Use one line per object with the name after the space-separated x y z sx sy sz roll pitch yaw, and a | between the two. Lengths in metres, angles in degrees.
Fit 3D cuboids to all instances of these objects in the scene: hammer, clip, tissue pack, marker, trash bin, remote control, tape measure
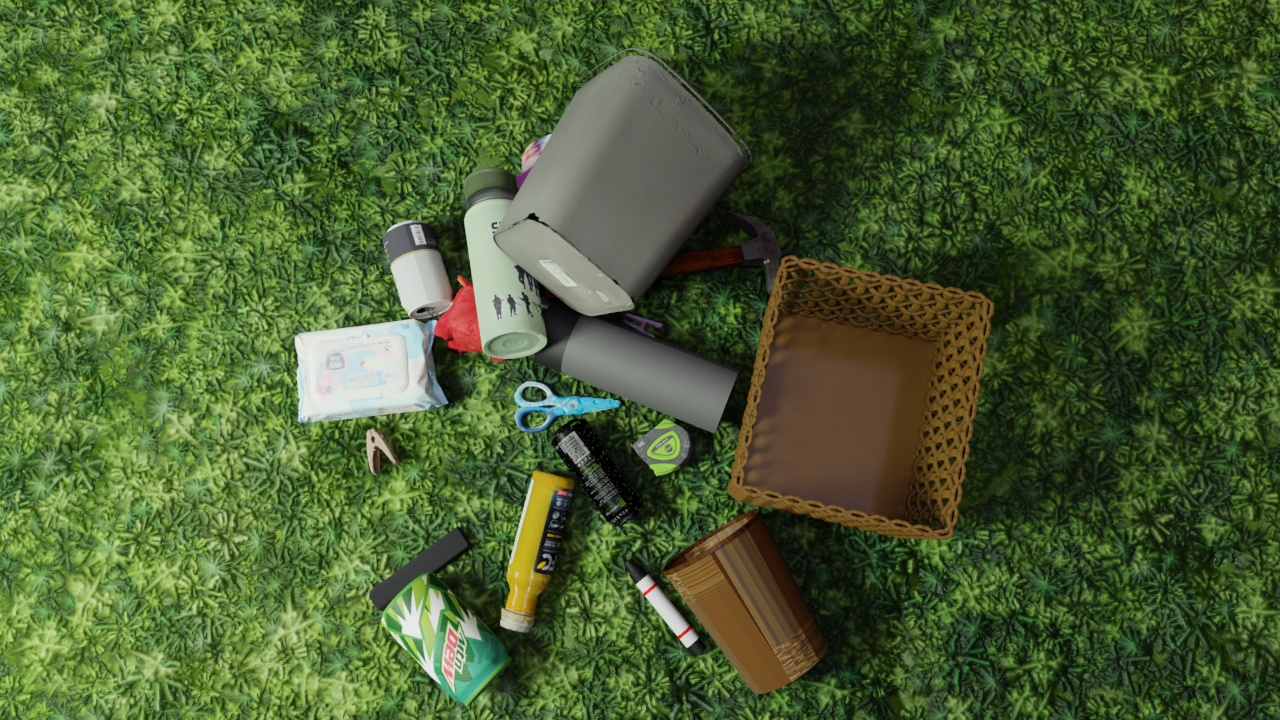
0.026 -0.116 1.135 0.300 0.028 0.111 -10 73 -9 | hammer
-0.322 0.112 1.148 0.039 0.024 0.060 -12 75 2 | clip
-0.336 0.013 1.143 0.182 0.070 0.112 -7 79 2 | tissue pack
0.025 0.289 1.093 0.019 0.019 0.145 -40 80 -4 | marker
-0.030 -0.184 1.028 0.197 0.198 0.219 39 71 -22 | trash bin
0.002 -0.038 1.158 0.052 0.014 0.041 2 82 1 | clip
-0.271 0.255 1.122 0.136 0.015 0.032 -36 79 -3 | remote control
0.032 0.108 1.118 0.065 0.036 0.058 -36 70 1 | tape measure

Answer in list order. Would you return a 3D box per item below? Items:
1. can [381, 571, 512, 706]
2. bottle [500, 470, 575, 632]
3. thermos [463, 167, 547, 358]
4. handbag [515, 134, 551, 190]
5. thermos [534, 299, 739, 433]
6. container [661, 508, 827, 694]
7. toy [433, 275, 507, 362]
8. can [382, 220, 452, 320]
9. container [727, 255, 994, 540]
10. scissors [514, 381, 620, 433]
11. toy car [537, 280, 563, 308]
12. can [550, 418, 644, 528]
-0.226 0.325 1.072 0.144 0.083 0.083 43 85 10 | can
-0.126 0.228 1.098 0.053 0.053 0.186 13 81 6 | bottle
-0.166 -0.120 1.098 0.082 0.082 0.231 -13 68 1 | thermos
-0.122 -0.209 1.177 0.170 0.068 0.144 -31 79 5 | handbag
-0.007 0.007 1.114 0.240 0.082 0.082 21 82 7 | thermos
0.123 0.275 1.039 0.132 0.132 0.167 -32 85 -2 | container
-0.180 -0.053 1.142 0.133 0.088 0.094 12 70 5 | toy
-0.280 -0.110 1.164 0.064 0.064 0.127 -20 79 0 | can
0.231 0.052 1.022 0.219 0.214 0.251 12 81 6 | container
-0.091 0.056 1.149 0.135 0.015 0.066 -2 79 1 | scissors
-0.125 -0.091 1.160 0.105 0.048 0.033 11 48 4 | toy car
-0.052 0.134 1.109 0.054 0.054 0.137 -37 80 -3 | can
